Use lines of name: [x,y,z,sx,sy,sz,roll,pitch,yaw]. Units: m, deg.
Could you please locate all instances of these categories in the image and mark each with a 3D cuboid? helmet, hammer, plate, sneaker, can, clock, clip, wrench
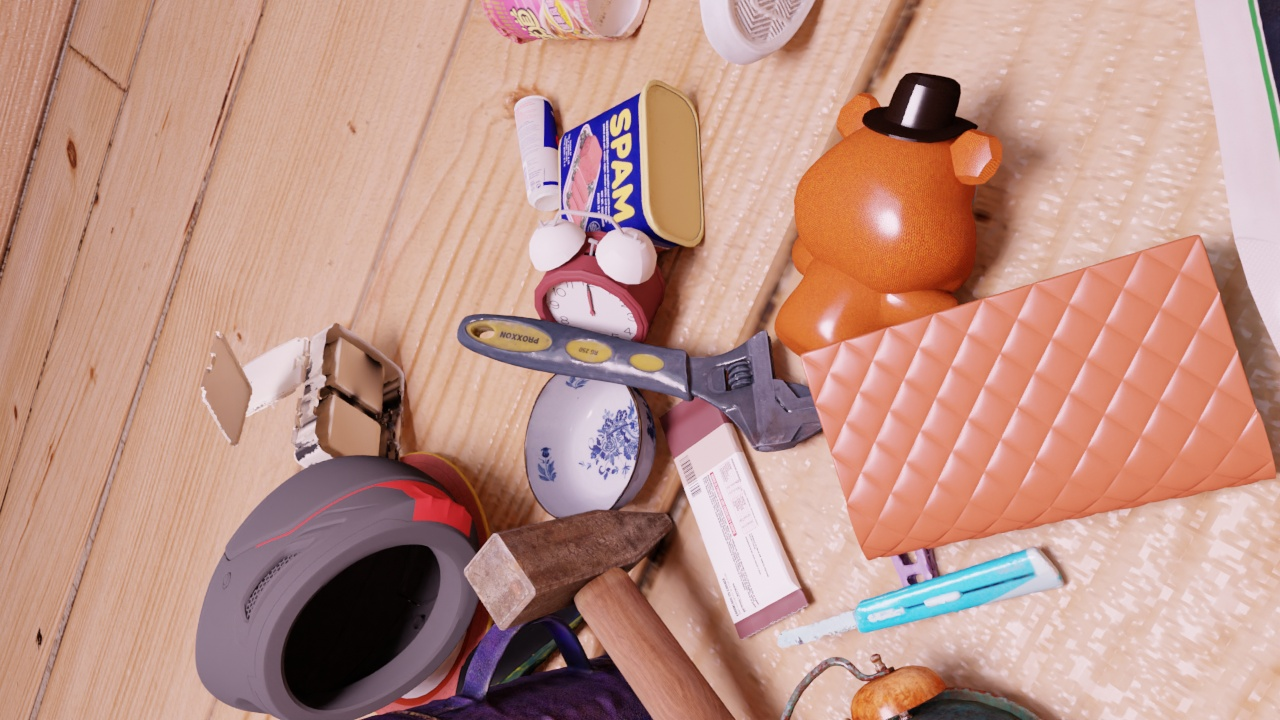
helmet: [-0.236,0.170,0.705,0.265,0.164,0.170,-55,38,10]
hammer: [0.042,0.209,0.510,0.300,0.157,0.037,50,116,23]
plate: [-0.192,0.195,0.789,0.230,0.021,0.229,-11,74,42]
sneaker: [0.067,-0.301,0.606,0.091,0.089,0.242,-3,73,48]
sneaker: [0.279,-0.075,0.355,0.079,0.084,0.235,-14,68,41]
can: [-0.009,-0.127,0.658,0.092,0.056,0.116,-15,72,42]
clock: [-0.030,-0.051,0.625,0.087,0.125,0.044,10,51,16]
clock: [0.137,0.209,0.435,0.157,0.073,0.121,39,109,29]
clip: [0.146,0.111,0.491,0.035,0.013,0.051,-26,67,38]
can: [-0.082,-0.169,0.751,0.032,0.032,0.095,-27,64,37]
wrench: [-0.004,0.004,0.594,0.274,0.022,0.073,11,73,24]

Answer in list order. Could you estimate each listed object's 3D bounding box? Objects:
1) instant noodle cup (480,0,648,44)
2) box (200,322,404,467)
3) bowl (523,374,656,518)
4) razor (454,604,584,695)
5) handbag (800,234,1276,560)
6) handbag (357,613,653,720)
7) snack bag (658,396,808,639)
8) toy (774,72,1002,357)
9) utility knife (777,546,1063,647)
instant noodle cup: [-0.055,-0.293,0.716,0.109,0.097,0.098,24,98,36]
box: [-0.308,0.037,0.786,0.107,0.193,0.143,-27,45,19]
bowl: [-0.028,0.059,0.644,0.114,0.045,0.114,-11,74,41]
razor: [-0.080,0.215,0.667,0.152,0.053,0.067,-45,81,18]
handbag: [0.176,0.023,0.426,0.172,0.060,0.109,-18,86,23]
handbag: [-0.062,0.260,0.531,0.126,0.204,0.222,-8,82,42]
snack bag: [0.056,0.090,0.580,0.057,0.013,0.157,-41,56,33]
toy: [0.127,-0.063,0.490,0.112,0.096,0.176,40,137,41]
utility knife: [0.139,0.128,0.475,0.152,0.015,0.022,-27,90,26]
